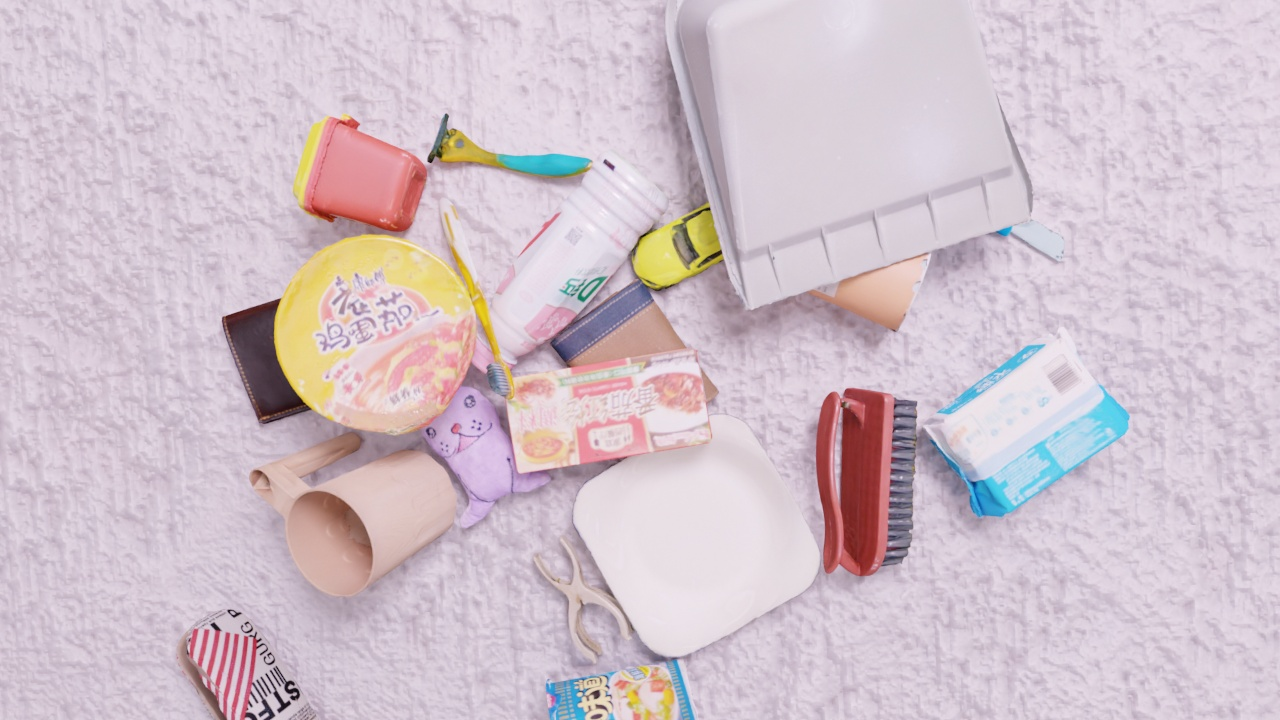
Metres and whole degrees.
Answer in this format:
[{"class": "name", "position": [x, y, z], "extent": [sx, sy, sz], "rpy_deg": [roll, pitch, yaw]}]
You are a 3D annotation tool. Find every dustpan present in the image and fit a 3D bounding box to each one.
[{"class": "dustpan", "position": [0.134, -0.207, 0.664], "extent": [0.223, 0.142, 0.258], "rpy_deg": [-17, 117, 3]}]

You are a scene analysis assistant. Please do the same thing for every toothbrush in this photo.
[{"class": "toothbrush", "position": [-0.131, -0.052, 0.708], "extent": [0.016, 0.018, 0.191], "rpy_deg": [-37, 62, 29]}]

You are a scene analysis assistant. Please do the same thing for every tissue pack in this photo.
[{"class": "tissue pack", "position": [0.295, 0.049, 0.706], "extent": [0.140, 0.063, 0.090], "rpy_deg": [-36, 89, 3]}]

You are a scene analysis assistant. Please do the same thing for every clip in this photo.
[{"class": "clip", "position": [-0.035, 0.188, 0.746], "extent": [0.083, 0.034, 0.104], "rpy_deg": [-19, 84, 6]}]

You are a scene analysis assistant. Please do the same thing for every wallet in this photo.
[{"class": "wallet", "position": [-0.004, 0.004, 0.735], "extent": [0.090, 0.033, 0.115], "rpy_deg": [-36, 91, 7]}, {"class": "wallet", "position": [-0.271, -0.009, 0.754], "extent": [0.122, 0.020, 0.096], "rpy_deg": [-17, 97, 2]}]

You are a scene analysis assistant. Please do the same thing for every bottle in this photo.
[{"class": "bottle", "position": [-0.063, -0.070, 0.718], "extent": [0.068, 0.068, 0.197], "rpy_deg": [41, 97, 0]}]

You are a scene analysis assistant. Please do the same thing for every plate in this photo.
[{"class": "plate", "position": [0.045, 0.138, 0.737], "extent": [0.164, 0.034, 0.164], "rpy_deg": [-29, 91, 4]}]

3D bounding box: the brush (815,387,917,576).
[{"class": "brush", "position": [0.171, 0.096, 0.713], "extent": [0.069, 0.063, 0.146], "rpy_deg": [0, 93, -16]}]

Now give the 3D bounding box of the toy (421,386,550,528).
[{"class": "toy", "position": [-0.135, 0.073, 0.740], "extent": [0.084, 0.039, 0.108], "rpy_deg": [-33, 92, 3]}]

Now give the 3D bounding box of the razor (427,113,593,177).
[{"class": "razor", "position": [-0.102, -0.164, 0.733], "extent": [0.132, 0.028, 0.043], "rpy_deg": [10, 62, 5]}]

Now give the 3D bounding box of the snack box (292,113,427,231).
[{"class": "snack box", "position": [-0.213, -0.141, 0.711], "extent": [0.080, 0.091, 0.082], "rpy_deg": [17, 94, -5]}]

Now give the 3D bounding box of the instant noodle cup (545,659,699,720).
[{"class": "instant noodle cup", "position": [-0.010, 0.285, 0.721], "extent": [0.110, 0.099, 0.099], "rpy_deg": [-15, 92, -4]}]

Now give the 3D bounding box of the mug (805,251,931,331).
[{"class": "mug", "position": [0.151, -0.078, 0.704], "extent": [0.123, 0.078, 0.078], "rpy_deg": [19, 93, 6]}]

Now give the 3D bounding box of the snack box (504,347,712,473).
[{"class": "snack box", "position": [-0.025, 0.039, 0.708], "extent": [0.153, 0.025, 0.075], "rpy_deg": [-9, 89, 5]}]

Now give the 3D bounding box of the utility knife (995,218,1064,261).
[{"class": "utility knife", "position": [0.253, -0.133, 0.722], "extent": [0.191, 0.018, 0.034], "rpy_deg": [31, 105, 1]}]

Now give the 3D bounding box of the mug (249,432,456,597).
[{"class": "mug", "position": [-0.219, 0.109, 0.707], "extent": [0.124, 0.103, 0.084], "rpy_deg": [37, 115, 13]}]

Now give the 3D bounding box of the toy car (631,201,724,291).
[{"class": "toy car", "position": [0.042, -0.094, 0.728], "extent": [0.105, 0.032, 0.048], "rpy_deg": [-27, 92, 5]}]

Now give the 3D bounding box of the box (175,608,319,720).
[{"class": "box", "position": [-0.321, 0.284, 0.752], "extent": [0.088, 0.076, 0.163], "rpy_deg": [-35, 91, 29]}]

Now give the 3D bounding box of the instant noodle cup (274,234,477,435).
[{"class": "instant noodle cup", "position": [-0.195, -0.021, 0.694], "extent": [0.138, 0.110, 0.138], "rpy_deg": [-1, 93, -11]}]
